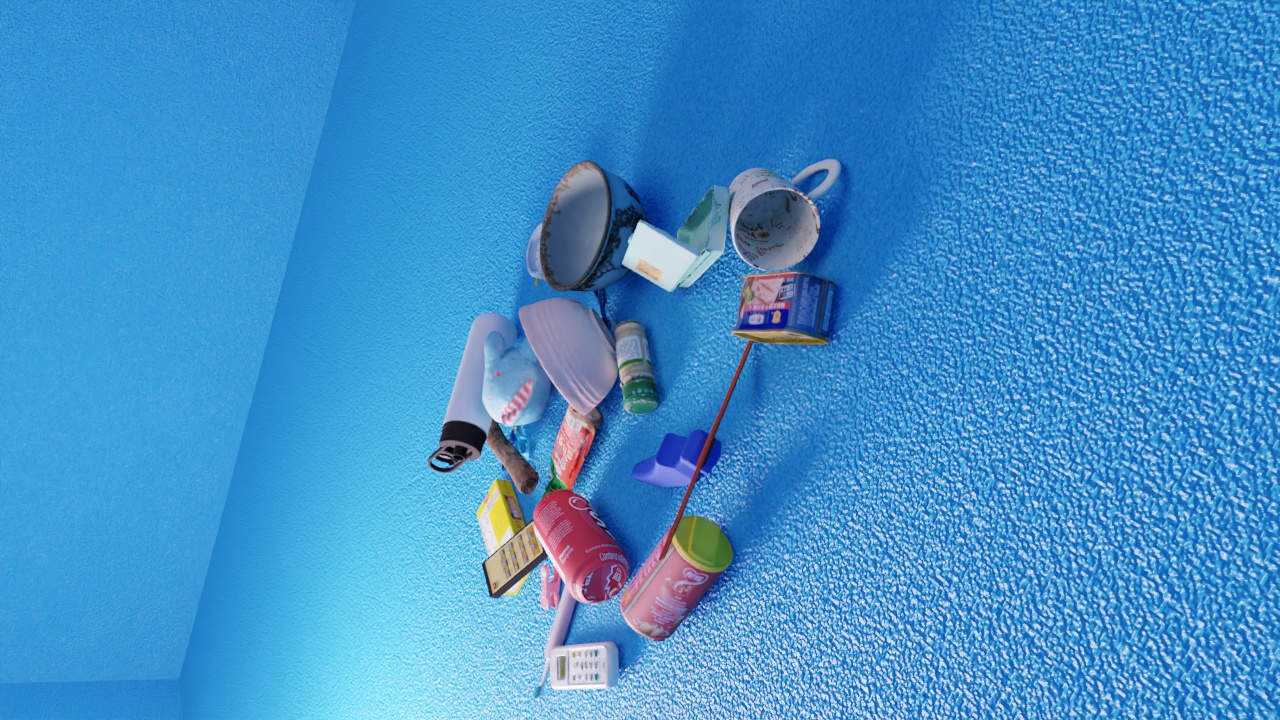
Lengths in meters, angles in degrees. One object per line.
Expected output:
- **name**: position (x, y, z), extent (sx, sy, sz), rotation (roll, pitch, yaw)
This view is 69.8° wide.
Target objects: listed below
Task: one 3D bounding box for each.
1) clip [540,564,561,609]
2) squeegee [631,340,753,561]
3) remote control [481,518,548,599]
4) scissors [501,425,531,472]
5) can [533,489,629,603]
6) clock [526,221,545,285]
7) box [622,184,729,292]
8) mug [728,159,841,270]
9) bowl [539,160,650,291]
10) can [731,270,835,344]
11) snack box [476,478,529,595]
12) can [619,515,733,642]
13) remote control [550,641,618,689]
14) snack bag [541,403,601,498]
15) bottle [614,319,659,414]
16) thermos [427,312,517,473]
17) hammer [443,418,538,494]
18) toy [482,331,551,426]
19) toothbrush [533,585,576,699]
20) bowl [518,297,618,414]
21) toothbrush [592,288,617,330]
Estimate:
- **clip**: position (-0.110, 0.285, 1.165), extent (0.023, 0.043, 0.060), rotation (3, 110, 60)
- **squeegee**: position (0.040, 0.103, 0.947), extent (0.185, 0.055, 0.248), rotation (-28, 33, 60)
- **remote control**: position (-0.155, 0.252, 1.203), extent (0.134, 0.013, 0.058), rotation (-42, 45, 16)
- **scissors**: position (-0.186, 0.105, 1.333), extent (0.117, 0.014, 0.130), rotation (-53, 41, 36)
- **can**: position (-0.071, 0.215, 1.071), extent (0.142, 0.074, 0.074), rotation (45, 118, 52)
- **clock**: position (-0.112, -0.155, 1.262), extent (0.125, 0.051, 0.088), rotation (-34, 52, 48)
- **box**: position (0.025, -0.123, 0.945), extent (0.188, 0.091, 0.077), rotation (146, 129, -81)
- **mug**: position (0.136, -0.153, 0.871), extent (0.122, 0.081, 0.097), rotation (-36, 26, 14)
- **bowl**: position (-0.045, -0.154, 1.121), extent (0.160, 0.093, 0.159), rotation (-22, 62, 52)
- **can**: position (0.134, -0.048, 0.858), extent (0.100, 0.054, 0.059), rotation (4, 82, 56)
- **snack box**: position (-0.189, 0.245, 1.287), extent (0.075, 0.025, 0.152), rotation (-59, 38, 28)
- **can**: position (0.034, 0.218, 0.918), extent (0.125, 0.066, 0.066), rotation (-58, 39, 29)
- **remote control**: position (-0.065, 0.356, 1.068), extent (0.134, 0.022, 0.050), rotation (-27, 59, 51)
- **snack bag**: position (-0.097, 0.124, 1.175), extent (0.155, 0.044, 0.087), rotation (-65, 30, 27)
- **bottle**: position (-0.006, 0.006, 1.065), extent (0.043, 0.042, 0.109), rotation (-41, 48, 43)
- **thermos**: position (-0.245, 0.046, 1.334), extent (0.102, 0.068, 0.229), rotation (-29, 41, 45)
- **hammer**: position (-0.213, 0.099, 1.341), extent (0.330, 0.033, 0.120), rotation (37, 107, 57)
- **toy**: position (-0.159, 0.003, 1.236), extent (0.181, 0.115, 0.183), rotation (-64, 13, 10)
- **toothbrush**: position (-0.101, 0.334, 1.132), extent (0.018, 0.019, 0.188), rotation (33, 108, 57)
- **bowl**: position (-0.074, -0.017, 1.106), extent (0.076, 0.153, 0.153), rotation (-31, 47, 6)
- **toothbrush**: position (-0.052, -0.083, 1.186), extent (0.021, 0.016, 0.132), rotation (-54, 38, 32)
